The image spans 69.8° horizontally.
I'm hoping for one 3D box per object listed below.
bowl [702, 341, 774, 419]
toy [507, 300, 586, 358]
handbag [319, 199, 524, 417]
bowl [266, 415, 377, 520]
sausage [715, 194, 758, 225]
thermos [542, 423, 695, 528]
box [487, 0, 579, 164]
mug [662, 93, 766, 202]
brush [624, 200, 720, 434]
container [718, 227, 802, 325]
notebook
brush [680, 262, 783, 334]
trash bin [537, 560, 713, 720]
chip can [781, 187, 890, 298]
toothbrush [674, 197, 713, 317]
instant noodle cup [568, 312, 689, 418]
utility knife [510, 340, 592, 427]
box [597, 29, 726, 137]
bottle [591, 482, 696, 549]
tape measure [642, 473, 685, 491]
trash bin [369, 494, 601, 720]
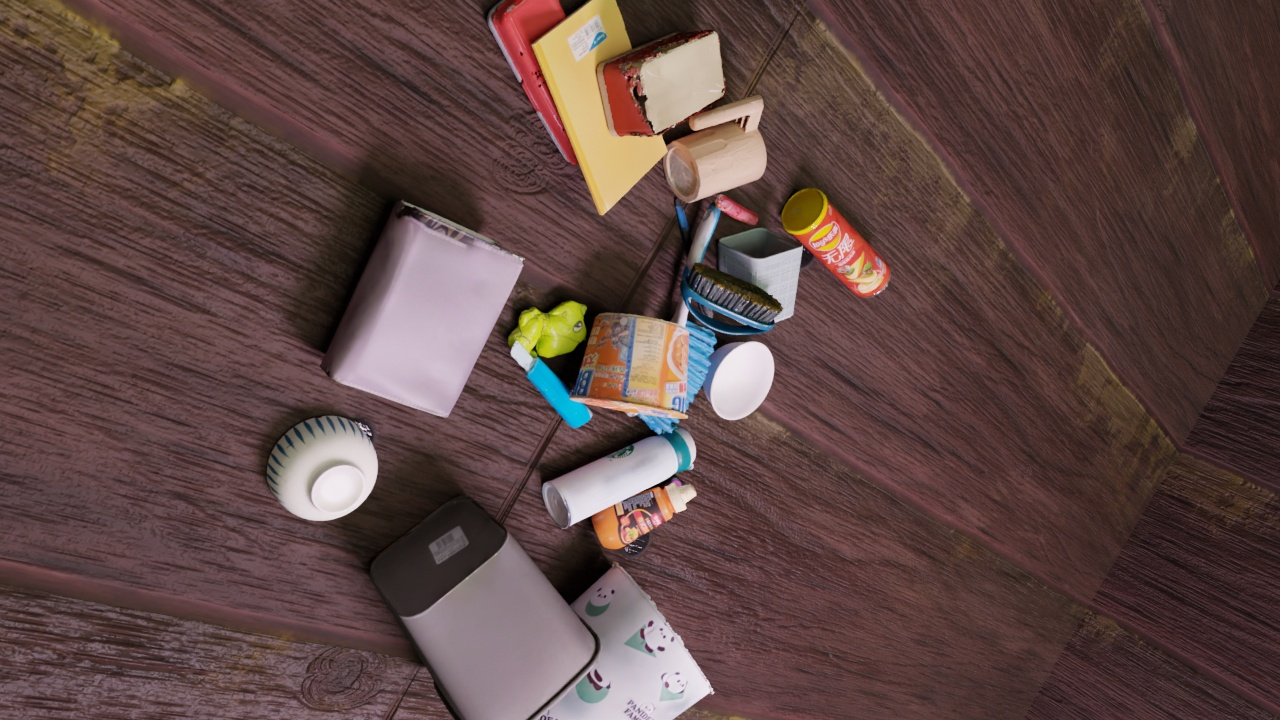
[{"bbox_3d":[0.127,0.019,1.317,0.118,0.065,0.118,-17,120,-33],"label":"bowl"},{"bbox_3d":[-0.112,-0.035,1.128,0.100,0.031,0.097,20,104,-40],"label":"toy"},{"bbox_3d":[-0.235,-0.055,0.976,0.144,0.098,0.197,22,97,-44],"label":"handbag"},{"bbox_3d":[-0.339,0.125,1.000,0.116,0.066,0.117,-17,120,-31],"label":"bowl"},{"bbox_3d":[0.127,-0.198,1.213,0.155,0.020,0.020,5,109,-65],"label":"sausage"},{"bbox_3d":[-0.023,0.153,1.263,0.223,0.073,0.073,-22,122,-30],"label":"thermos"},{"bbox_3d":[-0.090,-0.315,1.013,0.086,0.047,0.201,-45,132,-17],"label":"box"},{"bbox_3d":[0.095,-0.263,1.137,0.103,0.084,0.125,-25,151,-26],"label":"mug"},{"bbox_3d":[0.063,-0.053,1.234,0.109,0.060,0.314,26,96,-31],"label":"brush"},{"bbox_3d":[0.163,-0.112,1.271,0.089,0.090,0.112,-20,124,-30],"label":"container"},{"bbox_3d":[-0.039,-0.289,1.027,0.145,0.010,0.206,-51,133,-34],"label":"notebook"},{"bbox_3d":[0.112,-0.072,1.193,0.143,0.055,0.074,22,120,-22],"label":"brush"},{"bbox_3d":[-0.067,0.446,1.270,0.251,0.229,0.230,-35,128,-13],"label":"trash bin"},{"bbox_3d":[0.292,-0.169,1.356,0.216,0.073,0.073,34,88,-43],"label":"chip can"},{"bbox_3d":[0.072,-0.135,1.236,0.014,0.016,0.190,-30,125,-19],"label":"toothbrush"},{"bbox_3d":[-0.007,0.007,1.151,0.151,0.152,0.111,15,82,-41],"label":"instant noodle cup"},{"bbox_3d":[-0.113,0.031,1.152,0.034,0.018,0.186,-45,139,-7],"label":"utility knife"},{"bbox_3d":[0.035,-0.319,1.044,0.167,0.077,0.091,-40,128,-42],"label":"box"},{"bbox_3d":[0.008,0.210,1.283,0.149,0.066,0.067,-24,127,2],"label":"bottle"},{"bbox_3d":[0.030,0.185,1.336,0.057,0.039,0.058,-54,139,4],"label":"tape measure"},{"bbox_3d":[-0.196,0.306,1.122,0.198,0.199,0.220,-37,122,-21],"label":"trash bin"}]
